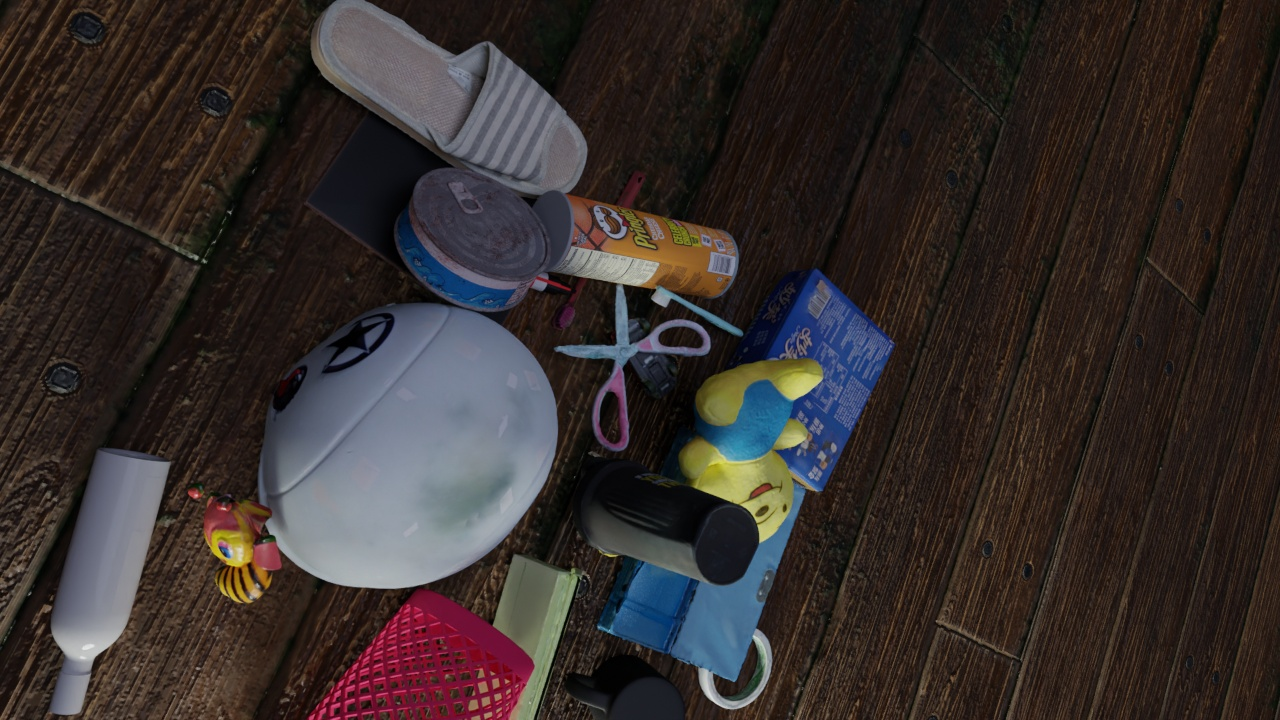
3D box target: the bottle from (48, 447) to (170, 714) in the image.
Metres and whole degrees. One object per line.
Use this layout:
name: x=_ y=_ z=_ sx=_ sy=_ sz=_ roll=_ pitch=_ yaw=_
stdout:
bottle: x=-0.410 y=0.167 z=0.697 sx=0.052 sy=0.053 sz=0.195 roll=16 pitch=84 yaw=-31

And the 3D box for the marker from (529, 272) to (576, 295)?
marker: x=-0.123 y=-0.085 z=0.873 sx=0.145 sy=0.019 sz=0.019 roll=17 pitch=83 yaw=-31

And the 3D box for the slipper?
slipper: x=-0.161 y=-0.235 z=0.831 sx=0.272 sy=0.054 sz=0.114 roll=22 pitch=76 yaw=-32

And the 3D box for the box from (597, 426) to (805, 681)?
box: x=0.069 y=0.211 z=0.999 sx=0.176 sy=0.048 sz=0.231 roll=29 pitch=77 yaw=-21

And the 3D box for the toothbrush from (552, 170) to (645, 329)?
toothbrush: x=-0.040 y=-0.114 z=0.936 sx=0.016 sy=0.016 sz=0.189 roll=34 pitch=74 yaw=-27

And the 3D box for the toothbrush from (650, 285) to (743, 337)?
toothbrush: x=0.064 y=-0.048 z=0.968 sx=0.180 sy=0.016 sz=0.016 roll=20 pitch=103 yaw=-54

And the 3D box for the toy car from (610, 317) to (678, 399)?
toy car: x=0.003 y=-0.003 z=0.955 sx=0.042 sy=0.036 sz=0.091 roll=-39 pitch=110 yaw=-23

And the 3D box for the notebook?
notebook: x=-0.181 y=-0.139 z=0.853 sx=0.209 sy=0.008 sz=0.141 roll=37 pitch=73 yaw=-27

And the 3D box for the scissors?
scissors: x=-0.005 y=0.005 z=0.926 sx=0.172 sy=0.013 sz=0.170 roll=-1 pitch=84 yaw=-23

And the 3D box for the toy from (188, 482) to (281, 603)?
toy: x=-0.324 y=0.146 z=0.737 sx=0.046 sy=0.084 sz=0.103 roll=-40 pitch=133 yaw=-57

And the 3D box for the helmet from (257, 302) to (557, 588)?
helmet: x=-0.183 y=0.078 z=0.771 sx=0.263 sy=0.164 sz=0.236 roll=-49 pitch=113 yaw=-20

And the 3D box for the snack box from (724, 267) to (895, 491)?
snack box: x=0.182 y=0.022 z=1.047 sx=0.155 sy=0.069 sz=0.202 roll=38 pitch=73 yaw=-27

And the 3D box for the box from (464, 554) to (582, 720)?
box: x=-0.106 y=0.286 z=0.879 sx=0.090 sy=0.077 sz=0.188 roll=23 pitch=81 yaw=-31

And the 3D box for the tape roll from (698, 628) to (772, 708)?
tape roll: x=0.109 y=0.347 z=1.044 sx=0.093 sy=0.018 sz=0.094 roll=-1 pitch=92 yaw=-32

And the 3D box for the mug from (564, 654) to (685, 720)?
mug: x=-0.021 y=0.339 z=0.918 sx=0.113 sy=0.088 sz=0.078 roll=22 pitch=80 yaw=-15

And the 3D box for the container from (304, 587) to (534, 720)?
container: x=-0.203 y=0.322 z=0.770 sx=0.183 sy=0.184 sz=0.225 roll=46 pitch=61 yaw=-24

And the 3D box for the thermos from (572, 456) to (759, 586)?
thermos: x=0.015 y=0.151 z=0.860 sx=0.098 sy=0.221 sz=0.098 roll=-2 pitch=94 yaw=-33

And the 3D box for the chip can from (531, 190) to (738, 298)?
chip can: x=-0.004 y=-0.110 z=0.906 sx=0.214 sy=0.075 sz=0.075 roll=6 pitch=89 yaw=-40

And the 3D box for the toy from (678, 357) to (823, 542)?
toy: x=0.102 y=0.101 z=0.928 sx=0.148 sy=0.084 sz=0.214 roll=-14 pitch=118 yaw=-27

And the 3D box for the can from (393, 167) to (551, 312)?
can: x=-0.145 y=-0.106 z=0.802 sx=0.130 sy=0.044 sz=0.129 roll=24 pitch=41 yaw=-23
